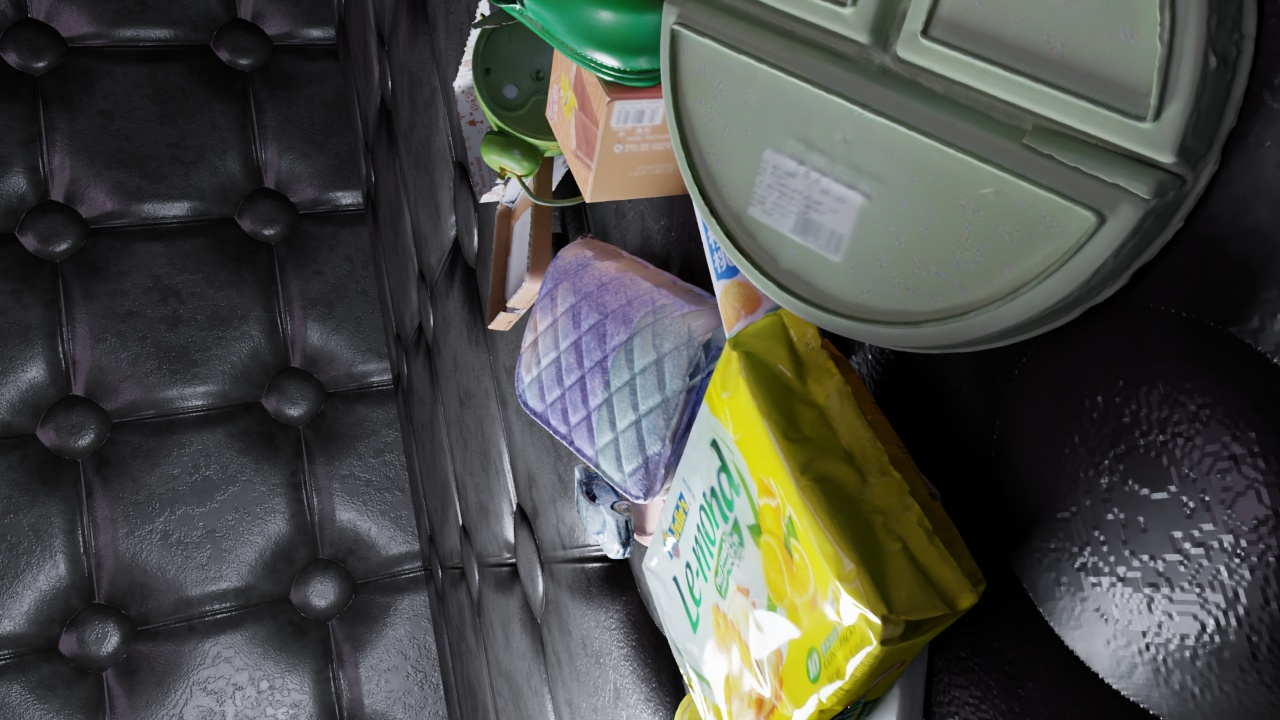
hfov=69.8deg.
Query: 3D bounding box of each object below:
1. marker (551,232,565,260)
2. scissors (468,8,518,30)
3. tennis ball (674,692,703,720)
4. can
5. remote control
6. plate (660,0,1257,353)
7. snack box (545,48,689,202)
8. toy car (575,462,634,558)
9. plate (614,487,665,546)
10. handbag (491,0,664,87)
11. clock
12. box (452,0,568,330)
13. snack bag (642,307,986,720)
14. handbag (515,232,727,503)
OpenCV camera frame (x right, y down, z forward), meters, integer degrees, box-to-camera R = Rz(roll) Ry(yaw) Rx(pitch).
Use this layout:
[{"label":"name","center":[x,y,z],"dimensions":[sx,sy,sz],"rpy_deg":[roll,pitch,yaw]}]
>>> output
[{"label":"marker","center":[-0.073,-0.060,0.897],"dimensions":[0.022,0.020,0.132],"rpy_deg":[75,-177,-83]},{"label":"scissors","center":[-0.050,-0.237,0.612],"dimensions":[0.159,0.176,0.014],"rpy_deg":[53,139,-2]},{"label":"tennis ball","center":[0.055,0.252,0.623],"dimensions":[0.066,0.065,0.065],"rpy_deg":[171,90,-69]},{"label":"can","center":[0.065,-0.051,0.502],"dimensions":[0.053,0.053,0.134],"rpy_deg":[141,119,-66]},{"label":"remote control","center":[0.123,0.120,0.462],"dimensions":[0.058,0.021,0.150],"rpy_deg":[-142,47,-62]},{"label":"plate","center":[0.091,-0.110,0.339],"dimensions":[0.230,0.027,0.230],"rpy_deg":[21,120,41]},{"label":"snack box","center":[0.001,-0.160,0.570],"dimensions":[0.077,0.092,0.094],"rpy_deg":[106,148,-48]},{"label":"toy car","center":[-0.034,0.126,0.774],"dimensions":[0.105,0.031,0.049],"rpy_deg":[-137,42,-57]},{"label":"plate","center":[-0.003,0.044,0.747],"dimensions":[0.230,0.028,0.229],"rpy_deg":[171,90,-69]},{"label":"handbag","center":[-0.015,-0.221,0.523],"dimensions":[0.120,0.131,0.068],"rpy_deg":[24,138,12]},{"label":"clock","center":[-0.070,-0.199,0.711],"dimensions":[0.056,0.116,0.161],"rpy_deg":[142,122,-79]},{"label":"box","center":[-0.105,-0.170,0.839],"dimensions":[0.178,0.088,0.262],"rpy_deg":[149,112,-67]},{"label":"snack bag","center":[0.073,0.110,0.461],"dimensions":[0.247,0.068,0.158],"rpy_deg":[106,148,-47]},{"label":"handbag","center":[-0.004,0.004,0.615],"dimensions":[0.194,0.075,0.134],"rpy_deg":[34,111,48]}]
